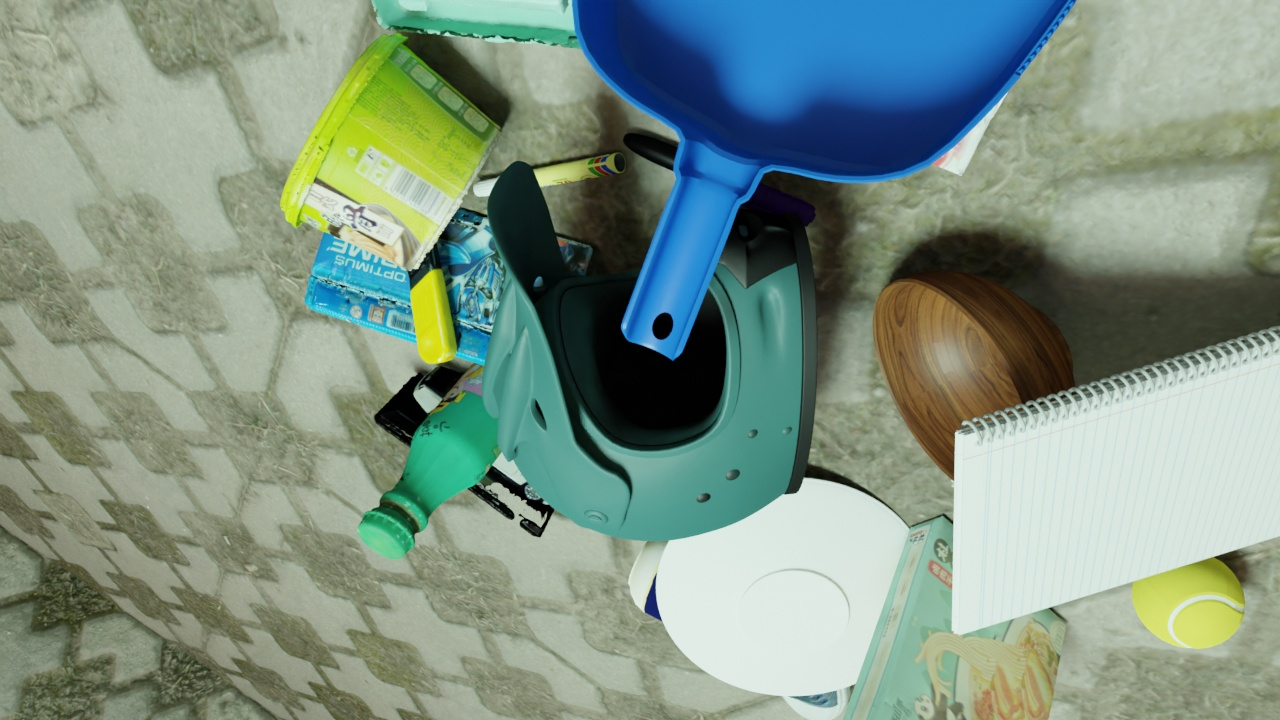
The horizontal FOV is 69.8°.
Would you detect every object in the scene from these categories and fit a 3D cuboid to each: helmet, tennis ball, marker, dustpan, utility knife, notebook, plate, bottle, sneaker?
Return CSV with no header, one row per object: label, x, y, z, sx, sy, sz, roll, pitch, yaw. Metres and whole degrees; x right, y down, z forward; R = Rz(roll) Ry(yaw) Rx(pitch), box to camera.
helmet,-0.003,0.004,0.584,0.200,0.176,0.275,-5,139,-1
tennis ball,0.367,0.159,0.616,0.065,0.065,0.065,19,139,17
marker,-0.068,-0.130,0.652,0.133,0.014,0.014,-2,129,35
dustpan,0.054,-0.123,0.439,0.245,0.059,0.258,24,107,11
utility knife,-0.167,-0.083,0.699,0.029,0.020,0.172,-8,93,21
notebook,0.289,0.064,0.500,0.245,0.013,0.178,-17,129,-1
marker,0.048,-0.116,0.585,0.134,0.018,0.015,25,160,10
plate,0.127,0.203,0.767,0.229,0.030,0.230,2,115,4
bottle,-0.154,0.072,0.764,0.068,0.209,0.068,19,138,17
sneaker,0.144,0.292,0.891,0.088,0.079,0.236,5,133,30

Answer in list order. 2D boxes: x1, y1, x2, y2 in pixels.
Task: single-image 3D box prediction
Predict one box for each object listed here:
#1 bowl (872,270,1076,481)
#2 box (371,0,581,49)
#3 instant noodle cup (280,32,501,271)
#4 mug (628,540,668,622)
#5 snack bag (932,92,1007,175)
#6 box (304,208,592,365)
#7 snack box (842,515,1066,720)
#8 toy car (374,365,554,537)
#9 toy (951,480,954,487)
bowl,0.210,0.005,0.547,0.147,0.068,0.147,61,169,20
box,-0.107,-0.211,0.535,0.188,0.092,0.077,14,136,22
instant noodle cup,-0.164,-0.134,0.622,0.098,0.145,0.147,31,142,-16
mug,0.043,0.201,0.875,0.089,0.085,0.112,23,105,16
snack bag,0.132,-0.151,0.478,0.116,0.036,0.077,24,139,12
box,-0.145,-0.066,0.753,0.244,0.093,0.115,17,97,19
snack box,0.236,0.235,0.680,0.141,0.193,0.044,40,143,-8
toy car,-0.143,0.071,0.868,0.191,0.093,0.071,39,120,-6
toy,0.241,0.068,0.630,0.109,0.041,0.096,38,142,3
